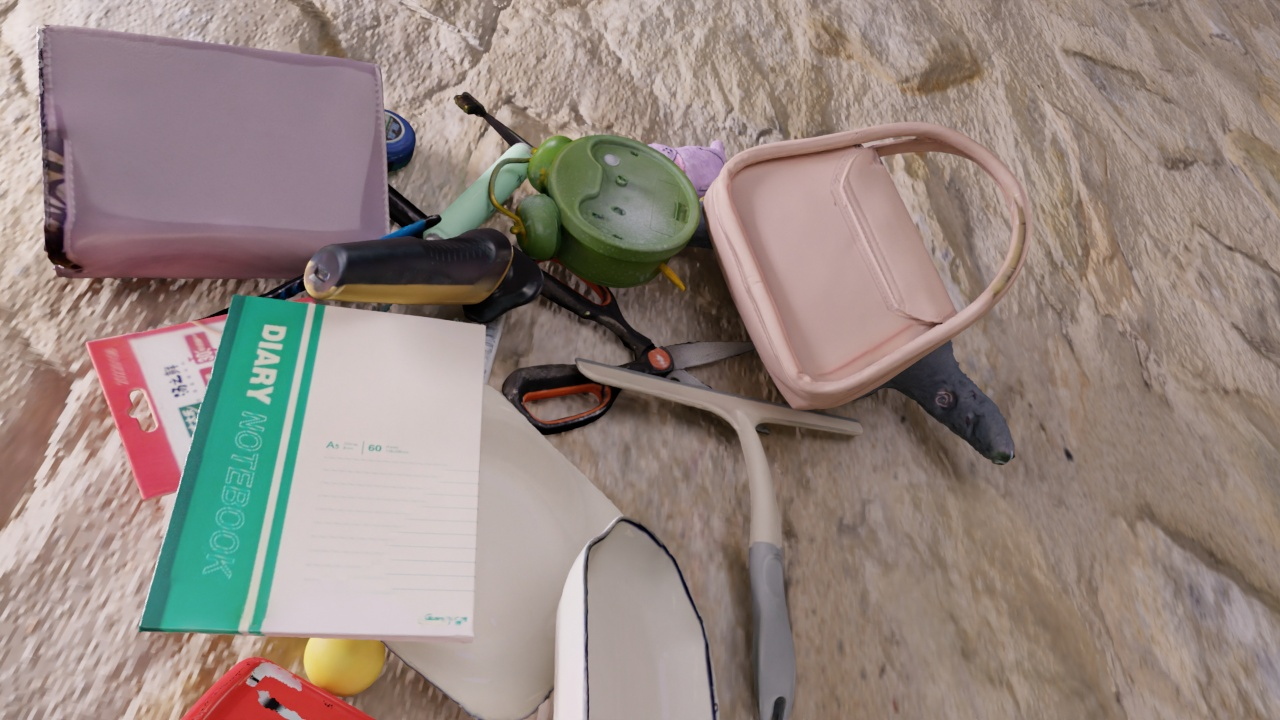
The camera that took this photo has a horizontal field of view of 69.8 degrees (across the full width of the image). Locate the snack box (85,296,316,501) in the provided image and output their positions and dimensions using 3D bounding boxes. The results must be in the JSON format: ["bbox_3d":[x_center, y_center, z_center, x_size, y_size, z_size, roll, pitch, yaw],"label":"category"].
[{"bbox_3d":[-0.229,0.028,0.524,0.126,0.044,0.113,-17,58,-33],"label":"snack box"}]

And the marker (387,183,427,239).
[{"bbox_3d":[-0.162,-0.098,0.675,0.132,0.020,0.022,40,28,6],"label":"marker"}]

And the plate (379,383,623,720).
[{"bbox_3d":[-0.094,0.107,0.529,0.164,0.034,0.163,45,46,-4],"label":"plate"}]

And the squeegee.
[{"bbox_3d":[0.078,0.117,0.605,0.246,0.039,0.246,13,54,-24],"label":"squeegee"}]

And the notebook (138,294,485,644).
[{"bbox_3d":[-0.160,0.050,0.491,0.150,0.012,0.208,6,47,-14],"label":"notebook"}]

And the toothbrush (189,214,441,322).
[{"bbox_3d":[-0.208,-0.046,0.567,0.189,0.014,0.016,-27,69,-9],"label":"toothbrush"}]

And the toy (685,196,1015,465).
[{"bbox_3d":[0.168,-0.054,0.753,0.356,0.092,0.137,39,64,11],"label":"toy"}]

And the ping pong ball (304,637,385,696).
[{"bbox_3d":[-0.153,0.153,0.476,0.040,0.040,0.040,13,51,-17],"label":"ping pong ball"}]

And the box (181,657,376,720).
[{"bbox_3d":[-0.138,0.241,0.419,0.201,0.100,0.112,31,13,-1],"label":"box"}]

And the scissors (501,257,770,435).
[{"bbox_3d":[-0.008,-0.008,0.678,0.220,0.022,0.230,-30,75,-38],"label":"scissors"}]

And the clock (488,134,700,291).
[{"bbox_3d":[-0.034,-0.115,0.690,0.161,0.056,0.115,17,51,-11],"label":"clock"}]

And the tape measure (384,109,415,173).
[{"bbox_3d":[-0.202,-0.168,0.706,0.054,0.025,0.058,18,51,-14],"label":"tape measure"}]

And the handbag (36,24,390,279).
[{"bbox_3d":[-0.266,-0.122,0.590,0.196,0.099,0.145,-2,75,-26],"label":"handbag"}]

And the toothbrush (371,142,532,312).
[{"bbox_3d":[-0.130,-0.100,0.661,0.026,0.027,0.223,27,42,3],"label":"toothbrush"}]

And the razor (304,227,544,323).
[{"bbox_3d":[-0.134,-0.052,0.581,0.062,0.068,0.167,37,25,27],"label":"razor"}]

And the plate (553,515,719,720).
[{"bbox_3d":[-0.002,0.211,0.466,0.162,0.034,0.265,47,31,-48],"label":"plate"}]

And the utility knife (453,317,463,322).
[{"bbox_3d":[-0.141,0.050,0.576,0.034,0.018,0.208,21,49,-10],"label":"utility knife"}]

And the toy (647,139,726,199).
[{"bbox_3d":[0.034,-0.160,0.804,0.107,0.039,0.083,-2,65,-28],"label":"toy"}]

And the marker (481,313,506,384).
[{"bbox_3d":[-0.111,0.018,0.615,0.017,0.017,0.145,18,50,-12],"label":"marker"}]

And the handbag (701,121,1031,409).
[{"bbox_3d":[0.180,-0.085,0.683,0.234,0.093,0.193,-23,82,-2],"label":"handbag"}]

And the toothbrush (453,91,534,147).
[{"bbox_3d":[-0.074,-0.154,0.756,0.212,0.026,0.027,41,38,8],"label":"toothbrush"}]
